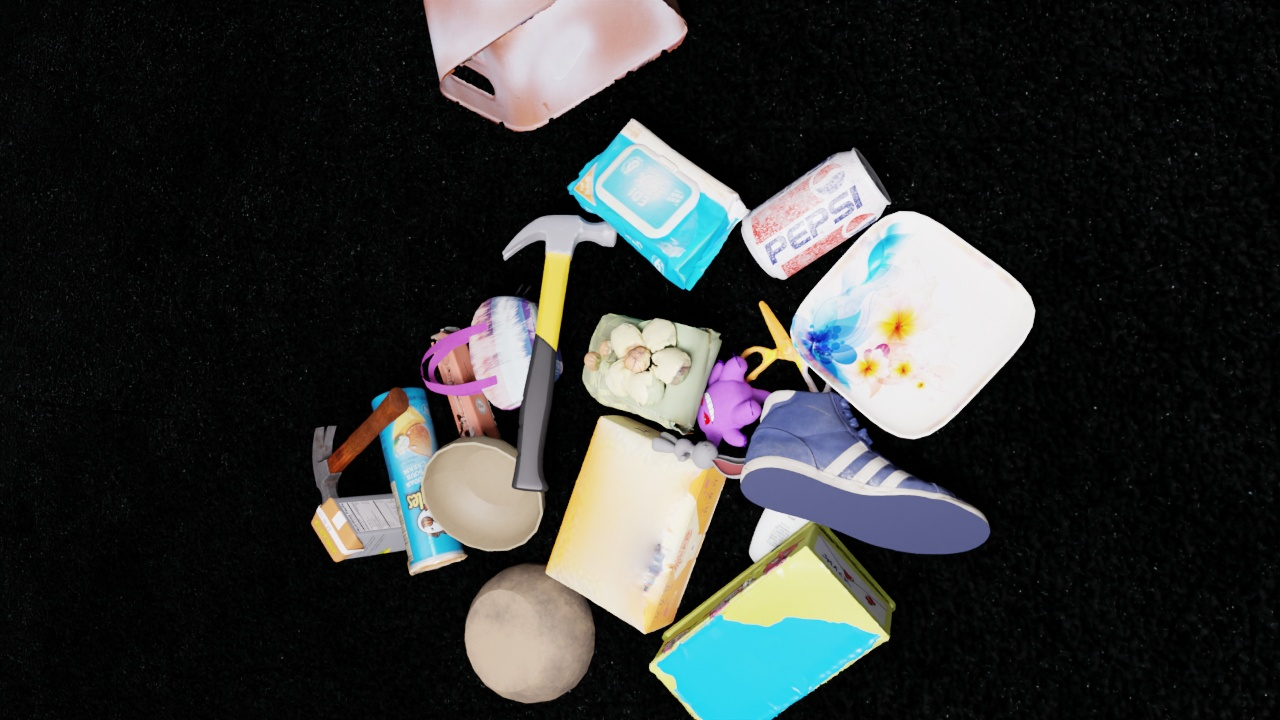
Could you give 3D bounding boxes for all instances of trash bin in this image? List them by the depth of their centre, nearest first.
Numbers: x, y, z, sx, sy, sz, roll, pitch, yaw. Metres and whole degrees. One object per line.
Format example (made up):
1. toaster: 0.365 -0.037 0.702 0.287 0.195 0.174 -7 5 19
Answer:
1. trash bin: -0.103 -0.407 1.048 0.260 0.181 0.157 -22 74 28

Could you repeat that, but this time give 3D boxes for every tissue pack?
1. tissue pack: 0.015 -0.179 1.020 0.117 0.066 0.209 -49 62 1

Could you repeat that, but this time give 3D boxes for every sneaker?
1. sneaker: 0.216 0.101 0.894 0.233 0.118 0.092 12 135 2

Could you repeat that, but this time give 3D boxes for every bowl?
1. bowl: -0.139 0.322 1.078 0.162 0.070 0.162 -2 85 30
2. bowl: -0.183 0.152 1.106 0.152 0.050 0.152 6 116 11

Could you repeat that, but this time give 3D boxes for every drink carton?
1. drink carton: -0.347 0.211 1.174 0.049 0.124 0.076 -49 65 17

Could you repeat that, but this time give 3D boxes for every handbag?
1. handbag: -0.006 0.006 0.987 0.187 0.116 0.113 13 85 46
2. handbag: -0.188 -0.005 1.113 0.170 0.068 0.144 -15 79 17

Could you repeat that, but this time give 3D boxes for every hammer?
1. hammer: -0.108 -0.013 1.040 0.127 0.029 0.323 8 77 -2
2. hammer: -0.365 0.105 1.185 0.302 0.028 0.111 -36 68 47

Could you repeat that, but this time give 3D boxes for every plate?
1. plate: 0.259 -0.035 0.890 0.187 0.016 0.187 -48 65 6

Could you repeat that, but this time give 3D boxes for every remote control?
1. remote control: 0.156 0.167 0.944 0.060 0.028 0.114 32 102 26

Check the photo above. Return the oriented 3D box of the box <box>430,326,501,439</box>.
1. box: -0.227 0.047 1.165 0.058 0.060 0.186 -45 61 55

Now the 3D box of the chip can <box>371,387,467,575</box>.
1. chip can: -0.284 0.152 1.171 0.080 0.079 0.229 -24 75 26

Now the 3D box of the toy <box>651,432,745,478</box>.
1. toy: 0.065 0.096 0.933 0.112 0.049 0.030 15 111 25

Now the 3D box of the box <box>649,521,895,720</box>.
1. box: 0.127 0.272 0.909 0.124 0.082 0.221 46 112 4

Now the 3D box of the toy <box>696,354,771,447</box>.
1. toy: 0.094 0.049 0.971 0.088 0.055 0.106 -37 52 34

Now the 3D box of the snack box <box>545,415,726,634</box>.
1. snack box: -0.008 0.176 1.007 0.145 0.080 0.195 23 98 28

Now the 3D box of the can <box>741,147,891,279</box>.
1. can: 0.175 -0.147 0.926 0.136 0.078 0.078 -33 71 24

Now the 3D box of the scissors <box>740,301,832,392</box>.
1. scissors: 0.156 -0.008 0.966 0.125 0.011 0.129 -42 70 22
